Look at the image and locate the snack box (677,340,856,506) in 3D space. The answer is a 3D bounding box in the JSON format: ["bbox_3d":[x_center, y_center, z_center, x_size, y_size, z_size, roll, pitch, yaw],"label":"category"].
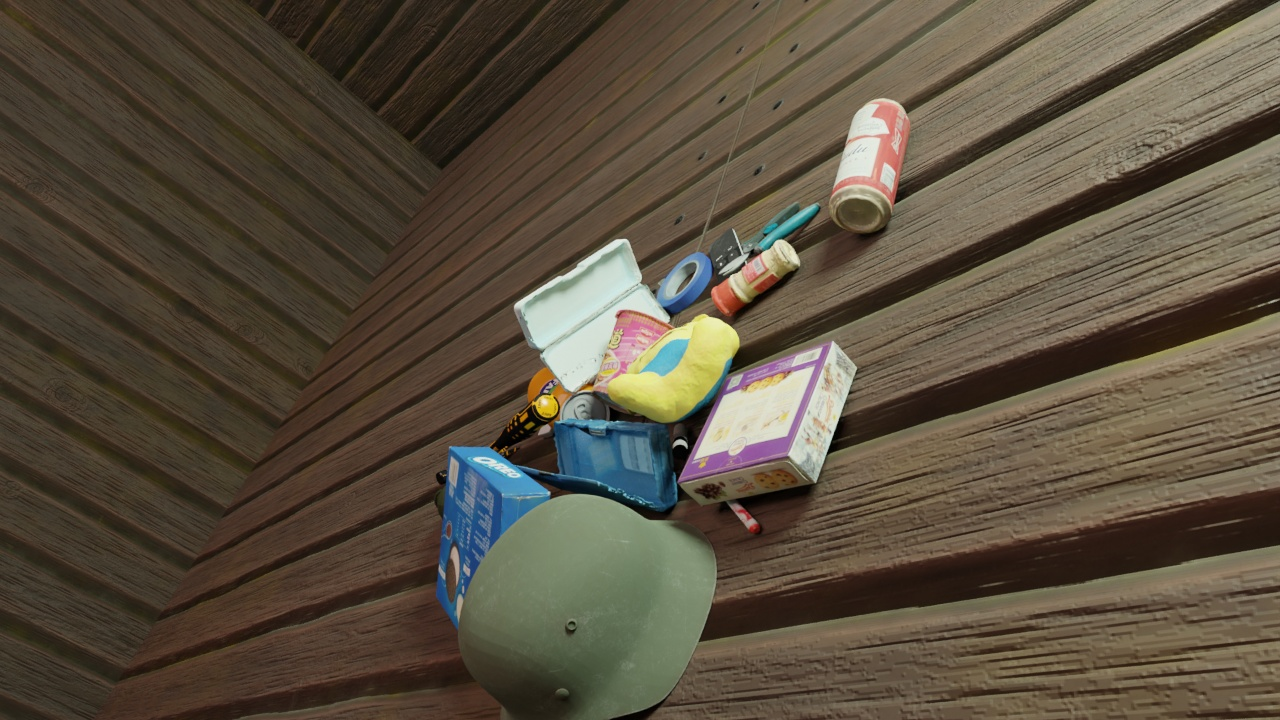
[{"bbox_3d":[0.120,0.062,0.873,0.144,0.040,0.147,-21,31,47],"label":"snack box"}]

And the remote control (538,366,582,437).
[{"bbox_3d":[-0.111,0.055,1.332,0.033,0.012,0.130,-20,38,52],"label":"remote control"}]

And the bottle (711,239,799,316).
[{"bbox_3d":[0.136,-0.097,1.089,0.109,0.044,0.044,-37,27,27],"label":"bottle"}]

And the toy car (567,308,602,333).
[{"bbox_3d":[-0.098,-0.042,1.416,0.113,0.039,0.039,-34,29,32],"label":"toy car"}]

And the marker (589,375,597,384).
[{"bbox_3d":[-0.052,0.009,1.297,0.152,0.011,0.011,-48,24,7],"label":"marker"}]

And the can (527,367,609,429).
[{"bbox_3d":[-0.096,0.057,1.222,0.079,0.079,0.142,-52,24,-5],"label":"can"}]

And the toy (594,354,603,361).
[{"bbox_3d":[-0.051,-0.032,1.327,0.094,0.036,0.094,-50,14,12],"label":"toy"}]

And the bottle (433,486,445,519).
[{"bbox_3d":[-0.236,0.201,1.270,0.207,0.071,0.071,-5,50,58],"label":"bottle"}]

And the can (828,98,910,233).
[{"bbox_3d":[0.257,-0.218,1.022,0.067,0.067,0.169,-23,36,46],"label":"can"}]

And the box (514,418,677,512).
[{"bbox_3d":[-0.064,0.118,1.026,0.232,0.102,0.094,-1,95,58],"label":"box"}]

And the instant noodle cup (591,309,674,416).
[{"bbox_3d":[-0.007,0.007,1.137,0.098,0.097,0.108,-1,61,59],"label":"instant noodle cup"}]

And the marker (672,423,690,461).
[{"bbox_3d":[0.042,0.084,0.963,0.016,0.016,0.140,-48,1,5],"label":"marker"}]

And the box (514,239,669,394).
[{"bbox_3d":[-0.061,-0.061,1.187,0.196,0.136,0.049,-38,11,-33],"label":"box"}]

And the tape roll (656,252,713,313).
[{"bbox_3d":[0.061,-0.107,1.261,0.091,0.016,0.092,-39,27,23],"label":"tape roll"}]

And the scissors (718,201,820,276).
[{"bbox_3d":[0.159,-0.154,1.128,0.128,0.019,0.152,-20,27,32],"label":"scissors"}]

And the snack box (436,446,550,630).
[{"bbox_3d":[-0.175,0.217,1.051,0.239,0.056,0.195,17,102,63],"label":"snack box"}]

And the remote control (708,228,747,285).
[{"bbox_3d":[0.116,-0.131,1.212,0.045,0.008,0.146,-42,26,19],"label":"remote control"}]

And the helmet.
[{"bbox_3d":[-0.077,0.228,0.856,0.267,0.154,0.227,-55,25,-11],"label":"helmet"}]

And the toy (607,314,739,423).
[{"bbox_3d":[0.041,0.012,1.005,0.149,0.084,0.214,-32,2,0],"label":"toy"}]

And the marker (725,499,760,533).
[{"bbox_3d":[0.083,0.132,0.890,0.013,0.013,0.142,-49,24,2],"label":"marker"}]

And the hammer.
[{"bbox_3d":[-0.177,0.104,1.227,0.123,0.036,0.322,-21,-8,-33],"label":"hammer"}]
